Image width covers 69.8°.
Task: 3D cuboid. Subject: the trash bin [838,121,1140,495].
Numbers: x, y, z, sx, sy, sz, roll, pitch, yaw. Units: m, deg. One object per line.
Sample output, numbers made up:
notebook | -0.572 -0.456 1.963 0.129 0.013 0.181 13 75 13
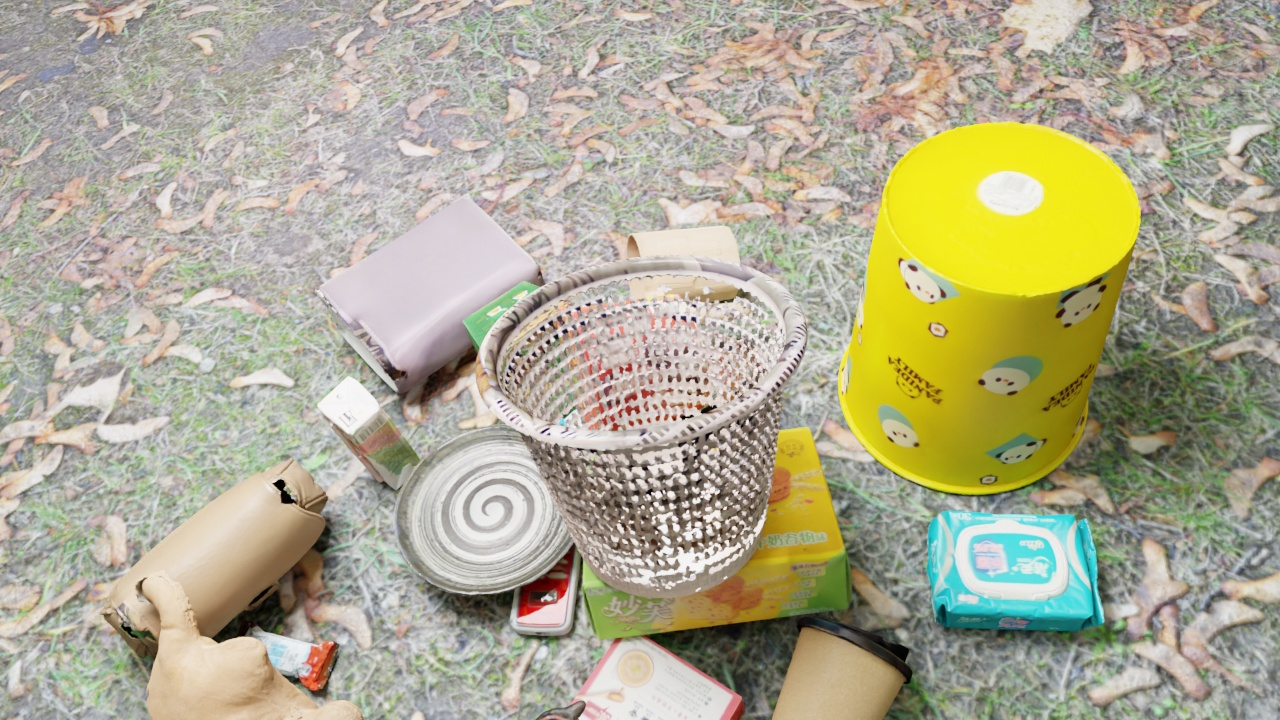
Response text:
trash bin | 0.290 -0.045 0.786 0.230 0.256 0.229 -5 54 7

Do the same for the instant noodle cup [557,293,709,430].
instant noodle cup | -0.005 0.005 0.827 0.108 0.138 0.137 -15 53 -11

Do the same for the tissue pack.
tissue pack | 0.305 0.172 0.754 0.133 0.050 0.093 0 54 9

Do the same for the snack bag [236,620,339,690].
snack bag | -0.319 0.260 0.810 0.105 0.026 0.045 7 65 16

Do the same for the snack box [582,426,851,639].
snack box | 0.058 0.143 0.778 0.210 0.070 0.157 -8 35 4

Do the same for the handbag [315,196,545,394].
handbag | -0.219 -0.067 0.986 0.196 0.098 0.145 -37 55 -18

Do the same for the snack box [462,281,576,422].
snack box | -0.115 -0.010 0.928 0.117 0.118 0.105 -35 44 -17

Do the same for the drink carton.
drink carton | -0.256 0.073 0.876 0.053 0.123 0.045 36 68 27

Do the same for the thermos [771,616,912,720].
thermos | 0.143 0.265 0.696 0.093 0.093 0.143 21 69 22

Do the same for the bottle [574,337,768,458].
bottle | 0.031 0.044 0.898 0.195 0.044 0.079 -22 55 -6

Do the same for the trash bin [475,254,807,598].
trash bin | 0.011 0.058 0.676 0.227 0.192 0.227 -7 34 5

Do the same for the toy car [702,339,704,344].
toy car | 0.024 -0.024 0.954 0.091 0.034 0.042 21 63 25

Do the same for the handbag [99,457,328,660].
handbag | -0.367 0.178 0.813 0.204 0.148 0.100 -43 96 -19

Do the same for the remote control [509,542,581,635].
remote control | -0.082 0.181 0.832 0.056 0.020 0.135 -1 55 10

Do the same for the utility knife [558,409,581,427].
utility knife | -0.109 0.094 0.901 0.187 0.018 0.034 -39 57 -19

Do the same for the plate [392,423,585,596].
plate | -0.135 0.136 0.843 0.179 0.024 0.179 -4 51 4

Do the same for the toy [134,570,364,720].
toy | -0.322 0.266 0.714 0.226 0.082 0.143 42 102 -7

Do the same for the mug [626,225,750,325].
mug | 0.048 -0.083 0.950 0.103 0.084 0.124 -8 48 -11

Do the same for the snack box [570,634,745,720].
snack box | 0.001 0.294 0.721 0.113 0.044 0.126 26 61 24

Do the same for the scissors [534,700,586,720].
scissors | -0.072 0.361 0.666 0.227 0.015 0.188 -23 66 9
